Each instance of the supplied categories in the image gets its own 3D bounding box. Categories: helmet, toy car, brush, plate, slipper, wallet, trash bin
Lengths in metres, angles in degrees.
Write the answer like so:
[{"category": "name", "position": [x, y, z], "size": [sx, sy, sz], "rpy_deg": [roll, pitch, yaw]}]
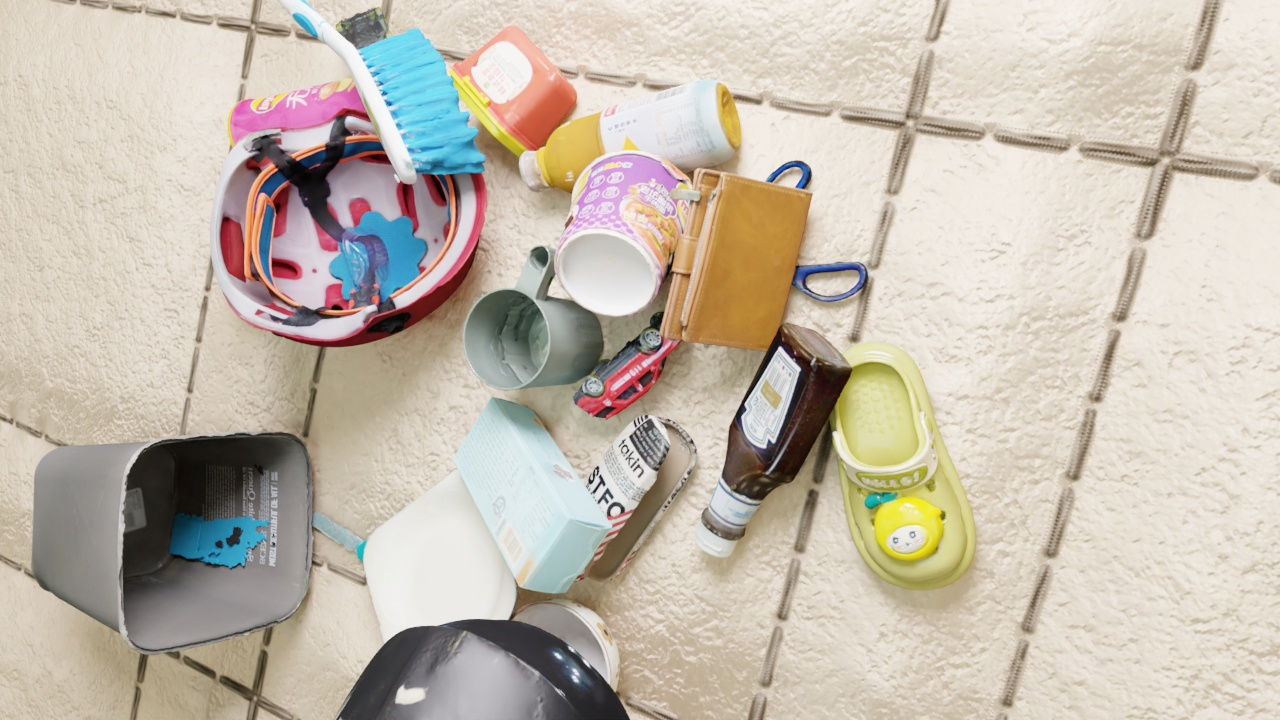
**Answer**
[{"category": "helmet", "position": [-0.253, -0.109, 0.840], "size": [0.240, 0.144, 0.206], "rpy_deg": [-12, 76, -6]}, {"category": "toy car", "position": [-0.261, -0.305, 0.880], "size": [0.048, 0.032, 0.105], "rpy_deg": [-24, 45, -6]}, {"category": "brush", "position": [-0.243, -0.272, 0.804], "size": [0.109, 0.061, 0.314], "rpy_deg": [-23, 67, -14]}, {"category": "plate", "position": [-0.181, 0.200, 0.852], "size": [0.164, 0.034, 0.163], "rpy_deg": [-36, 58, 17]}, {"category": "toy car", "position": [-0.005, 0.004, 0.777], "size": [0.045, 0.052, 0.121], "rpy_deg": [44, 116, -7]}, {"category": "slipper", "position": [0.182, 0.079, 0.679], "size": [0.092, 0.081, 0.190], "rpy_deg": [-18, 81, 26]}, {"category": "wallet", "position": [0.070, -0.074, 0.699], "size": [0.035, 0.119, 0.131], "rpy_deg": [34, 114, 59]}, {"category": "helmet", "position": [-0.130, 0.323, 0.675], "size": [0.234, 0.230, 0.274], "rpy_deg": [9, 56, 24]}, {"category": "trash bin", "position": [-0.478, 0.166, 0.925], "size": [0.220, 0.198, 0.199], "rpy_deg": [1, 89, 34]}]

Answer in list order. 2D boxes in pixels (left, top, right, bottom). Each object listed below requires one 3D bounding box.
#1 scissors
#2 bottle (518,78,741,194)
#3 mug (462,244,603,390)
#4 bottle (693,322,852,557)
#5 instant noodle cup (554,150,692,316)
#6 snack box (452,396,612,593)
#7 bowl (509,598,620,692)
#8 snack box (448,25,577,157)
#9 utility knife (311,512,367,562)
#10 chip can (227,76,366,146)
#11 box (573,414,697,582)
[{"category": "scissors", "position": [0.104, -0.082, 0.748], "size": [0.162, 0.012, 0.176], "rpy_deg": [22, 102, 23]}, {"category": "bottle", "position": [-0.013, -0.180, 0.769], "size": [0.190, 0.068, 0.068], "rpy_deg": [-10, 87, 24]}, {"category": "mug", "position": [-0.080, -0.035, 0.783], "size": [0.084, 0.103, 0.124], "rpy_deg": [29, 101, 21]}, {"category": "bottle", "position": [0.096, 0.070, 0.723], "size": [0.195, 0.044, 0.080], "rpy_deg": [-66, 26, 21]}, {"category": "instant noodle cup", "position": [-0.016, -0.095, 0.730], "size": [0.111, 0.099, 0.112], "rpy_deg": [10, 132, 11]}, {"category": "snack box", "position": [-0.097, 0.111, 0.784], "size": [0.074, 0.051, 0.175], "rpy_deg": [-55, 44, 14]}, {"category": "bowl", "position": [-0.065, 0.260, 0.802], "size": [0.114, 0.062, 0.113], "rpy_deg": [1, 92, 24]}, {"category": "snack box", "position": [-0.110, -0.239, 0.808], "size": [0.080, 0.082, 0.091], "rpy_deg": [-43, 73, 9]}, {"category": "utility knife", "position": [-0.254, 0.206, 0.914], "size": [0.221, 0.013, 0.029], "rpy_deg": [25, 100, 23]}, {"category": "chip can", "position": [-0.301, -0.237, 0.897], "size": [0.211, 0.071, 0.071], "rpy_deg": [-4, 89, 24]}, {"category": "box", "position": [-0.011, 0.120, 0.791], "size": [0.164, 0.081, 0.075], "rpy_deg": [-59, 40, 16]}]
